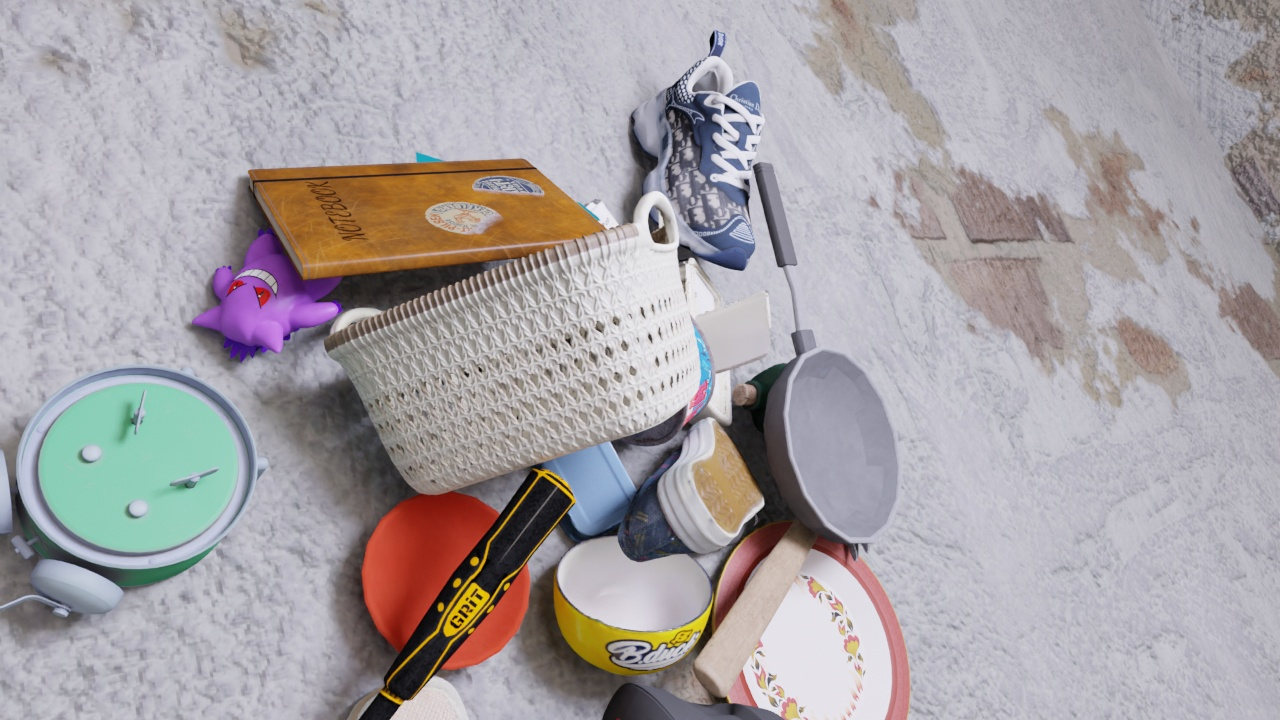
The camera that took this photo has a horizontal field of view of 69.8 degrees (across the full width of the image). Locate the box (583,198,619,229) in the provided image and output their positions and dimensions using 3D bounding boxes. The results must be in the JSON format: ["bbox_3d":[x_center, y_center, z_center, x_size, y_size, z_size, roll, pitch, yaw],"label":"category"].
[{"bbox_3d":[-0.066,-0.098,0.811,0.162,0.112,0.084,54,49,-18],"label":"box"}]

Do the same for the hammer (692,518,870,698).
[{"bbox_3d":[0.119,0.168,0.761,0.119,0.031,0.330,47,29,6],"label":"hammer"}]

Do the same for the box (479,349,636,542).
[{"bbox_3d":[-0.077,0.050,0.757,0.066,0.049,0.209,-26,80,-23],"label":"box"}]

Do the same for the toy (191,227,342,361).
[{"bbox_3d":[-0.258,-0.041,0.643,0.106,0.056,0.087,18,45,14],"label":"toy"}]

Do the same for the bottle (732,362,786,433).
[{"bbox_3d":[0.144,0.039,0.894,0.131,0.061,0.061,8,62,-36],"label":"bottle"}]

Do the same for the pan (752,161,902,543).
[{"bbox_3d":[0.149,-0.009,0.834,0.178,0.041,0.357,-5,79,-46],"label":"pan"}]

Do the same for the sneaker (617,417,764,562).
[{"bbox_3d":[0.041,0.110,0.735,0.087,0.079,0.235,57,14,1],"label":"sneaker"}]

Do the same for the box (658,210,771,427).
[{"bbox_3d":[0.064,-0.032,0.812,0.095,0.186,0.145,-3,64,3],"label":"box"}]

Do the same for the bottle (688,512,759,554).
[{"bbox_3d":[0.060,0.146,0.792,0.109,0.036,0.036,-7,71,-39],"label":"bottle"}]

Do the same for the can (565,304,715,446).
[{"bbox_3d":[-0.004,0.004,0.757,0.130,0.130,0.044,53,47,-1],"label":"can"}]

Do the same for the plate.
[{"bbox_3d":[0.150,0.256,0.810,0.229,0.021,0.229,17,57,-29],"label":"plate"}]

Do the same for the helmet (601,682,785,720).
[{"bbox_3d":[0.044,0.328,0.593,0.169,0.164,0.265,-24,100,-26],"label":"helmet"}]

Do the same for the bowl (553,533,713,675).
[{"bbox_3d":[-0.009,0.189,0.683,0.117,0.068,0.117,7,23,-3],"label":"bowl"}]

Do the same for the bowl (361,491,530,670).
[{"bbox_3d":[-0.139,0.154,0.639,0.122,0.035,0.121,17,57,-29],"label":"bowl"}]

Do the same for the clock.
[{"bbox_3d":[-0.307,0.077,0.528,0.122,0.076,0.161,51,48,-3],"label":"clock"}]

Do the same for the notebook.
[{"bbox_3d":[-0.157,-0.120,0.711,0.248,0.014,0.178,-10,37,-31],"label":"notebook"}]

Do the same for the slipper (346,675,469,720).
[{"bbox_3d":[-0.102,0.322,0.565,0.114,0.052,0.263,-15,75,-40],"label":"slipper"}]

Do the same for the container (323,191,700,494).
[{"bbox_3d":[-0.077,-0.007,0.636,0.184,0.247,0.143,-27,98,-72],"label":"container"}]

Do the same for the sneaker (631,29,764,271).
[{"bbox_3d":[0.074,-0.210,0.901,0.103,0.133,0.269,16,43,-30],"label":"sneaker"}]

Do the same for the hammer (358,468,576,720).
[{"bbox_3d":[-0.147,0.194,0.539,0.123,0.036,0.320,41,72,-12],"label":"hammer"}]
